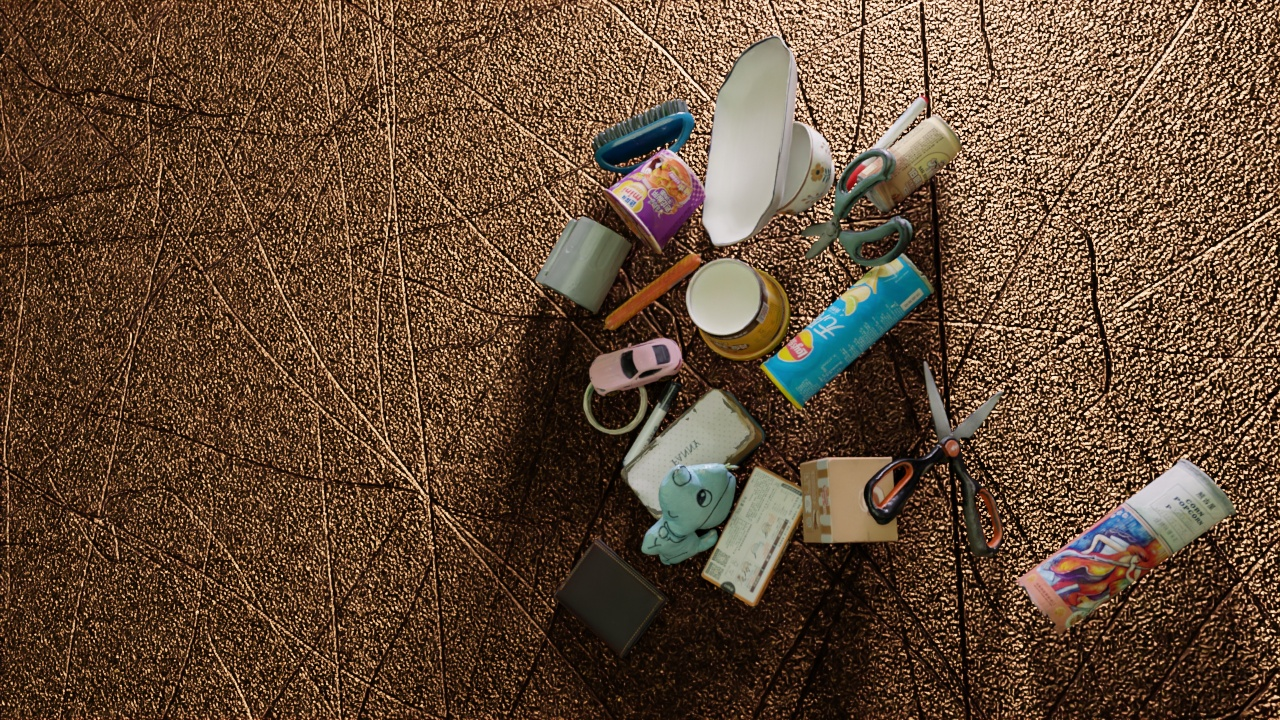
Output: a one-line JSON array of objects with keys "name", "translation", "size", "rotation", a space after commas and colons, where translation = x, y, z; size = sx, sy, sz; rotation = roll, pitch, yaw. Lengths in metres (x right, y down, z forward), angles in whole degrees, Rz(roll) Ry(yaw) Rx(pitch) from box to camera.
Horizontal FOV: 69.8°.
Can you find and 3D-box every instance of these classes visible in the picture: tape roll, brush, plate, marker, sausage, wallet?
[{"name": "tape roll", "translation": [-0.033, 0.054, 1.207], "size": [0.086, 0.014, 0.085], "rotation": [-3, 80, 19]}, {"name": "brush", "translation": [0.006, -0.291, 1.227], "size": [0.144, 0.055, 0.073], "rotation": [-20, 74, 15]}, {"name": "plate", "translation": [0.142, -0.270, 1.152], "size": [0.162, 0.034, 0.265], "rotation": [-7, 74, 61]}, {"name": "marker", "translation": [0.302, -0.269, 1.139], "size": [0.145, 0.017, 0.017], "rotation": [-48, 70, 7]}, {"name": "sausage", "translation": [0.015, -0.090, 1.209], "size": [0.165, 0.021, 0.021], "rotation": [-36, 71, 10]}, {"name": "wallet", "translation": [-0.039, 0.301, 1.167], "size": [0.122, 0.020, 0.096], "rotation": [36, 89, 22]}, {"name": "marker", "translation": [0.013, 0.084, 1.182], "size": [0.018, 0.022, 0.130], "rotation": [32, 92, 50]}]

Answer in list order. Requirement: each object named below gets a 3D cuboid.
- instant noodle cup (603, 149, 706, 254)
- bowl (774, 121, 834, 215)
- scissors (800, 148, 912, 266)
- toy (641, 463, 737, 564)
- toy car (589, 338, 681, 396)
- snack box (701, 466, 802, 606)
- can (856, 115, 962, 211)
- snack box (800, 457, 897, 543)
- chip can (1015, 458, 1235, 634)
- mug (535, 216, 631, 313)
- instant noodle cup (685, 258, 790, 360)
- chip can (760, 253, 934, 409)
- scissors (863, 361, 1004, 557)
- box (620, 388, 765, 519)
[{"name": "instant noodle cup", "translation": [0.023, -0.211, 1.185], "size": [0.099, 0.111, 0.111], "rotation": [-43, 70, 0]}, {"name": "bowl", "translation": [0.199, -0.232, 1.135], "size": [0.114, 0.062, 0.113], "rotation": [-31, 53, 55]}, {"name": "scissors", "translation": [0.257, -0.155, 1.088], "size": [0.177, 0.019, 0.172], "rotation": [-51, 51, 40]}, {"name": "toy", "translation": [0.061, 0.177, 1.082], "size": [0.156, 0.161, 0.050], "rotation": [-43, 45, 8]}, {"name": "toy car", "translation": [-0.007, 0.007, 1.182], "size": [0.122, 0.037, 0.056], "rotation": [-17, 66, 2]}, {"name": "snack box", "translation": [0.141, 0.212, 1.113], "size": [0.075, 0.026, 0.153], "rotation": [27, 90, 22]}, {"name": "can", "translation": [0.322, -0.236, 1.104], "size": [0.116, 0.058, 0.058], "rotation": [-39, 71, 10]}, {"name": "snack box", "translation": [0.234, 0.159, 1.040], "size": [0.077, 0.094, 0.092], "rotation": [0, 80, -9]}, {"name": "chip can", "translation": [0.504, 0.196, 0.963], "size": [0.215, 0.071, 0.071], "rotation": [-40, 71, 10]}, {"name": "mug", "translation": [-0.082, -0.133, 1.227], "size": [0.124, 0.083, 0.103], "rotation": [30, 91, 46]}, {"name": "instant noodle cup", "translation": [0.115, -0.066, 1.120], "size": [0.119, 0.114, 0.118], "rotation": [-3, 81, 18]}, {"name": "chip can", "translation": [0.244, -0.037, 1.093], "size": [0.210, 0.071, 0.071], "rotation": [-43, 70, 8]}, {"name": "scissors", "translation": [0.342, 0.118, 1.016], "size": [0.233, 0.022, 0.221], "rotation": [-33, 94, -20]}, {"name": "box", "translation": [0.070, 0.112, 1.138], "size": [0.184, 0.062, 0.090], "rotation": [-40, 71, 7]}]
